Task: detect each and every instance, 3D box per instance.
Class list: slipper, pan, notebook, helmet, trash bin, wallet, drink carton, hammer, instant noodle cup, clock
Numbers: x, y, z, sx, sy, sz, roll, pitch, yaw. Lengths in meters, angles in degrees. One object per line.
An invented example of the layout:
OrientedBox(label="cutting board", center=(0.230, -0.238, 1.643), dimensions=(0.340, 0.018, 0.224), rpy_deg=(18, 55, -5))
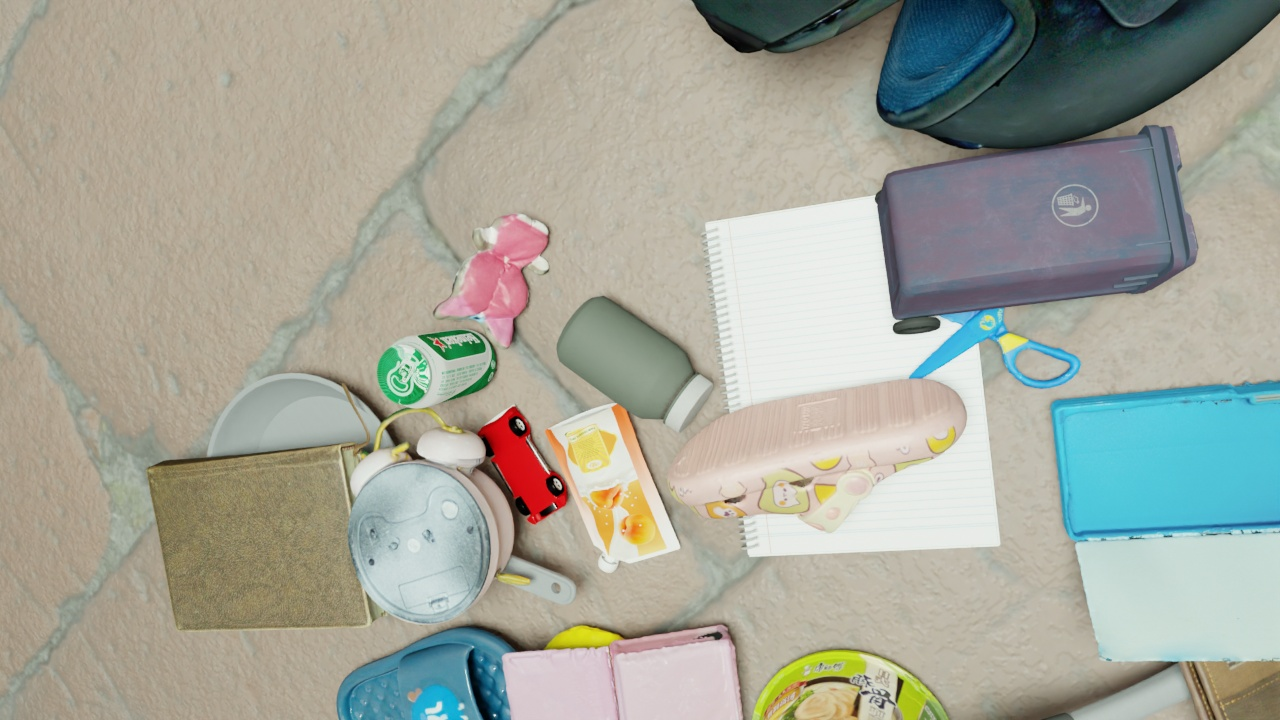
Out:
OrientedBox(label="slipper", center=(-0.173, 0.278, 0.748), dimensions=(0.214, 0.059, 0.104), rpy_deg=(-18, 87, 27))
OrientedBox(label="pan", center=(-0.206, 0.128, 0.750), dimensions=(0.357, 0.050, 0.201), rpy_deg=(15, 101, 17))
OrientedBox(label="notebook", center=(-0.310, 0.126, 0.752), dimensions=(0.216, 0.034, 0.190), rpy_deg=(-6, 94, 22))
OrientedBox(label="helmet", center=(0.197, -0.227, 0.473), dimensions=(0.317, 0.248, 0.236), rpy_deg=(-34, 114, 19))
OrientedBox(label="trash bin", center=(0.230, -0.077, 0.547), dimensions=(0.161, 0.092, 0.093), rpy_deg=(-7, 80, 10))
OrientedBox(label="slipper", center=(0.118, 0.070, 0.609), dimensions=(0.197, 0.093, 0.081), rpy_deg=(-16, 112, 15))
OrientedBox(label="wallet", center=(0.385, 0.193, 0.545), dimensions=(0.121, 0.027, 0.098), rpy_deg=(-19, 89, -12))
OrientedBox(label="notebook", center=(0.143, 0.014, 0.639), dimensions=(0.178, 0.013, 0.245), rpy_deg=(-6, 94, 18))
OrientedBox(label="drink carton", center=(-0.021, 0.098, 0.697), dimensions=(0.069, 0.038, 0.122), rpy_deg=(-21, 96, 19))
OrientedBox(label="hammer", center=(0.245, 0.238, 0.557), dimensions=(0.310, 0.029, 0.125), rpy_deg=(-22, 92, -6))
OrientedBox(label="instant noodle cup", center=(0.141, 0.283, 0.626), dimensions=(0.146, 0.097, 0.146), rpy_deg=(2, 97, 18))
OrientedBox(label="clock", center=(-0.157, 0.112, 0.678), dimensions=(0.117, 0.058, 0.158), rpy_deg=(-22, 85, 19))

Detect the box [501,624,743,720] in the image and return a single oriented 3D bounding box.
OrientedBox(label="box", center=(-0.004, 0.320, 0.681), dimensions=(0.179, 0.039, 0.233), rpy_deg=(-8, 98, 2))

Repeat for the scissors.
OrientedBox(label="scissors", center=(0.230, -0.030, 0.598), dimensions=(0.125, 0.015, 0.127), rpy_deg=(21, 94, 8))

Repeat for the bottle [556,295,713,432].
OrientedBox(label="bottle", center=(-0.004, 0.004, 0.662), dimensions=(0.108, 0.060, 0.060), rpy_deg=(35, 106, 12))

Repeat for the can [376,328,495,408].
OrientedBox(label="can", center=(-0.151, 0.005, 0.690), dimensions=(0.053, 0.101, 0.053), rpy_deg=(2, 97, 18))

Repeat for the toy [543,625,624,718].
OrientedBox(label="toy", center=(-0.037, 0.253, 0.713), dimensions=(0.095, 0.041, 0.094), rpy_deg=(26, 101, 14))

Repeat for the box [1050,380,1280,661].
OrientedBox(label="box", center=(0.383, 0.092, 0.538), dimensions=(0.244, 0.071, 0.170), rpy_deg=(-7, 68, 19))

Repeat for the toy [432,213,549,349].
OrientedBox(label="toy", center=(-0.109, -0.065, 0.702), dimensions=(0.065, 0.050, 0.102), rpy_deg=(27, 96, -18))

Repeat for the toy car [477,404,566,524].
OrientedBox(label="toy car", center=(-0.092, 0.081, 0.720), dimensions=(0.038, 0.025, 0.089), rpy_deg=(-34, 86, 19))
